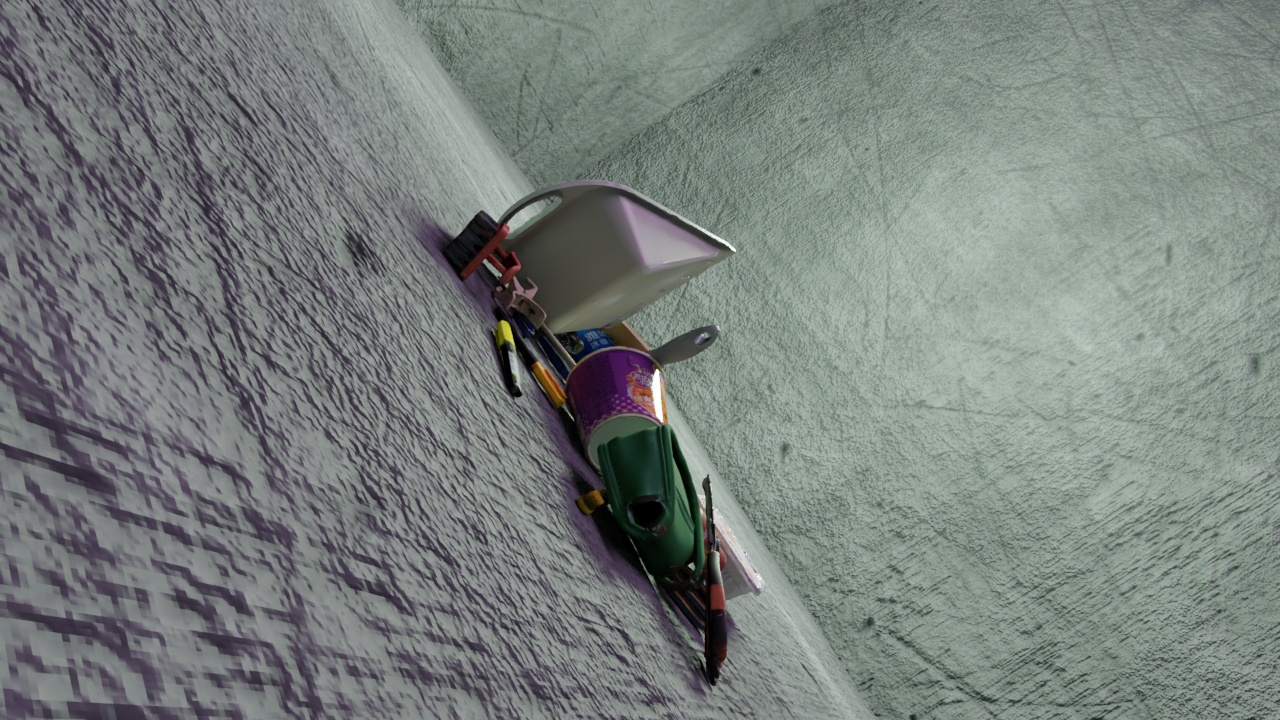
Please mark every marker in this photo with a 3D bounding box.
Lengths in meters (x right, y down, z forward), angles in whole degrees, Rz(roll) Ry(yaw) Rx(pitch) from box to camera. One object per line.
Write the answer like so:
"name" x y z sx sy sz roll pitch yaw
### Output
"marker" -0.118 -0.002 0.816 0.018 0.015 0.124 53 7 -32
"marker" -0.112 -0.005 0.924 0.124 0.015 0.018 54 -4 14

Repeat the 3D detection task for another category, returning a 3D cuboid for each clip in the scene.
"clip" -0.132 -0.066 0.984 0.076 0.035 0.100 32 12 -27

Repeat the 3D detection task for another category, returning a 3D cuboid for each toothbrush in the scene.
"toothbrush" -0.031 0.121 0.823 0.015 0.016 0.190 58 3 7

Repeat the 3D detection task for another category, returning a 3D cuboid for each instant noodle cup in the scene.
"instant noodle cup" -0.019 0.057 0.928 0.111 0.112 0.099 54 11 -34
"instant noodle cup" 0.091 0.238 1.130 0.138 0.060 0.173 57 4 13

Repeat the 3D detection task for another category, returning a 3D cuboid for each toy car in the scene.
"toy car" -0.111 -0.045 1.209 0.105 0.031 0.049 47 10 -51

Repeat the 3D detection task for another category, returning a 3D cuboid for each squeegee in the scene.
"squeegee" -0.006 0.006 1.002 0.247 0.039 0.246 -20 -70 49

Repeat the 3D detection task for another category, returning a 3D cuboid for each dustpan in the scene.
"dustpan" -0.049 -0.133 1.122 0.257 0.223 0.142 -20 82 -60

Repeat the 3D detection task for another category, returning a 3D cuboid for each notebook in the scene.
"notebook" -0.038 -0.013 1.341 0.211 0.012 0.150 48 -32 31

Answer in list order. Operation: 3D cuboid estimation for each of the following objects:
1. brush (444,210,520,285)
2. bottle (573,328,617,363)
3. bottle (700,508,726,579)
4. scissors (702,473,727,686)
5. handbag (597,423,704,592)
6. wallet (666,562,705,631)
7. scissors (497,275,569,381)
"brush" -0.156 -0.114 0.946 0.069 0.063 0.145 43 4 -13
"bottle" -0.051 0.009 1.287 0.218 0.065 0.065 58 3 38
"bottle" 0.034 0.166 0.997 0.175 0.057 0.057 55 3 -23
"scissors" 0.065 0.194 0.846 0.210 0.015 0.177 -82 173 -87
"handbag" 0.016 0.129 0.806 0.131 0.068 0.120 68 5 -48
"wallet" 0.040 0.206 0.913 0.090 0.033 0.115 58 1 -24
"scissors" -0.126 -0.036 1.082 0.176 0.012 0.162 54 2 8
